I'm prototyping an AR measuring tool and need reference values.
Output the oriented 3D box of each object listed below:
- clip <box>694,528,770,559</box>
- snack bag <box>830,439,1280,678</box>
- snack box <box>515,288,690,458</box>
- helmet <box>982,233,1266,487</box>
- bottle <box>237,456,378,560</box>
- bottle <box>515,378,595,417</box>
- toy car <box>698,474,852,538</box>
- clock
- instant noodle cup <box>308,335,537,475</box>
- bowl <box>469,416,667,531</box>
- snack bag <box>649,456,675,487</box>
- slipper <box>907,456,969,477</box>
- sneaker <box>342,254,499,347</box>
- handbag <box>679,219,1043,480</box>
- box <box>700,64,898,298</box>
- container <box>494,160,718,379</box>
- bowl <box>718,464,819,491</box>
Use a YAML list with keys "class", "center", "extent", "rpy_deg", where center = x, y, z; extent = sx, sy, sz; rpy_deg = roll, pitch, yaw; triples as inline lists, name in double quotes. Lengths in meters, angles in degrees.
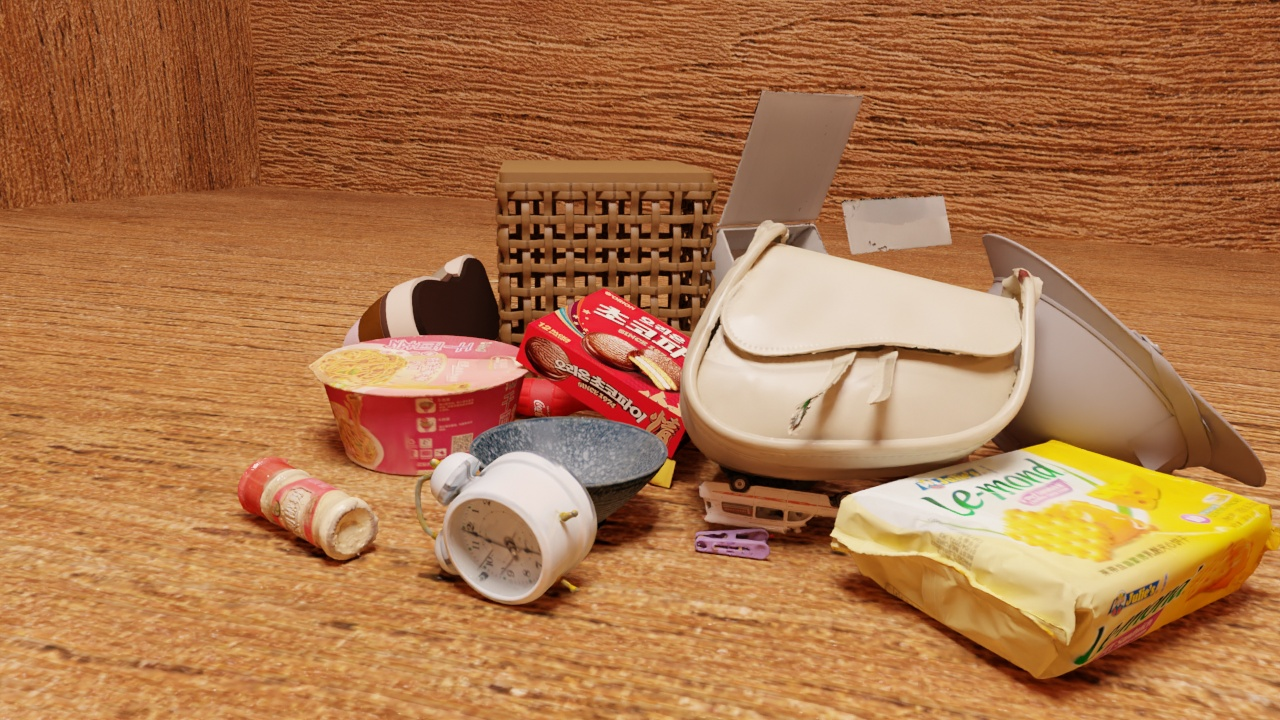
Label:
- class: "clip"
  center: [0.061, 0.122, 0.616]
  extent: [0.051, 0.013, 0.032]
  rpy_deg: [2, 13, 8]
- class: "snack bag"
  center: [0.258, 0.113, 0.564]
  extent: [0.246, 0.068, 0.160]
  rpy_deg: [-7, 14, -32]
- class: "snack box"
  center: [-0.005, 0.005, 0.777]
  extent: [0.152, 0.036, 0.132]
  rpy_deg: [31, 28, 14]
- class: "helmet"
  center: [0.330, 0.032, 0.713]
  extent: [0.271, 0.118, 0.183]
  rpy_deg: [46, 9, 6]
- class: "bottle"
  center: [-0.221, 0.097, 0.608]
  extent: [0.109, 0.044, 0.044]
  rpy_deg: [15, 19, 37]
- class: "bottle"
  center: [-0.093, 0.036, 0.867]
  extent: [0.119, 0.036, 0.036]
  rpy_deg: [4, 15, 6]
- class: "toy car"
  center: [0.097, 0.104, 0.636]
  extent: [0.113, 0.039, 0.039]
  rpy_deg: [7, -10, 14]
- class: "clock"
  center: [-0.085, 0.097, 0.552]
  extent: [0.118, 0.083, 0.056]
  rpy_deg: [10, 23, 23]
- class: "instant noodle cup"
  center: [-0.180, 0.037, 0.773]
  extent: [0.178, 0.078, 0.178]
  rpy_deg: [1, 16, -1]
- class: "bowl"
  center: [-0.050, 0.087, 0.641]
  extent: [0.137, 0.057, 0.137]
  rpy_deg: [2, 15, -1]
- class: "snack bag"
  center: [-0.004, 0.076, 0.750]
  extent: [0.020, 0.026, 0.099]
  rpy_deg: [-1, 16, -33]
- class: "slipper"
  center: [0.210, 0.058, 0.760]
  extent: [0.081, 0.093, 0.197]
  rpy_deg: [-17, 12, 4]
- class: "sneaker"
  center: [-0.250, -0.044, 1.062]
  extent: [0.116, 0.112, 0.293]
  rpy_deg: [-16, 12, 11]
- class: "handbag"
  center: [0.148, -0.008, 0.612]
  extent: [0.229, 0.183, 0.132]
  rpy_deg: [14, -17, 5]
- class: "box"
  center: [0.181, -0.157, 1.038]
  extent: [0.166, 0.331, 0.165]
  rpy_deg: [-10, 33, -36]
- class: "container"
  center: [-0.047, -0.109, 1.029]
  extent: [0.219, 0.214, 0.251]
  rpy_deg: [-1, 15, -7]
- class: "bowl"
  center: [0.104, 0.074, 0.716]
  extent: [0.110, 0.055, 0.110]
  rpy_deg: [2, 14, -1]
